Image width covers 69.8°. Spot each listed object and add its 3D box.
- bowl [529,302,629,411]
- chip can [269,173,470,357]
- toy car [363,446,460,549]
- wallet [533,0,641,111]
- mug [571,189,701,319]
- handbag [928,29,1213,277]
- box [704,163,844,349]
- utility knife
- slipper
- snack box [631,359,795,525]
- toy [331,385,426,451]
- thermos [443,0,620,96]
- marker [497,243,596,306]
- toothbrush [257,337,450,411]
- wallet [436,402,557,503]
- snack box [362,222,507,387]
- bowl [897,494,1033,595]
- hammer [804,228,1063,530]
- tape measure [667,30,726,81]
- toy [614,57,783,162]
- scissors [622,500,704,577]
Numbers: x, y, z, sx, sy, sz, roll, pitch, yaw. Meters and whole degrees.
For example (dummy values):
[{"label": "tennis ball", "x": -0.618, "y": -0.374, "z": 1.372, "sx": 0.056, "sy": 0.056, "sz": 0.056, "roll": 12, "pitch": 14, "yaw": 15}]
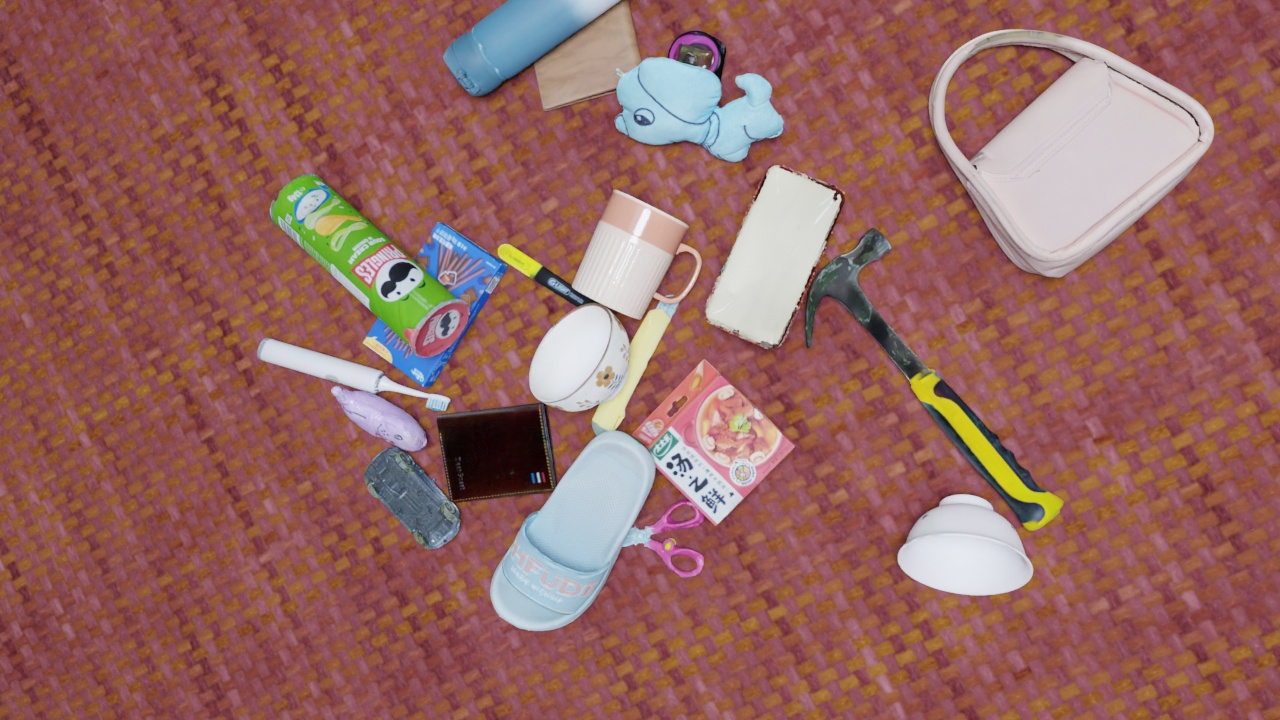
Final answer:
[{"label": "bowl", "x": -0.051, "y": 0.006, "z": 0.923, "sx": 0.113, "sy": 0.113, "sz": 0.062, "roll": -48, "pitch": 125, "yaw": 7}, {"label": "chip can", "x": -0.281, "y": -0.100, "z": 0.943, "sx": 0.236, "sy": 0.072, "sz": 0.072, "roll": 39, "pitch": 96, "yaw": 19}, {"label": "toy car", "x": -0.241, "y": 0.146, "z": 0.979, "sx": 0.054, "sy": 0.036, "sz": 0.120, "roll": -45, "pitch": 84, "yaw": 9}, {"label": "wallet", "x": -0.058, "y": -0.321, "z": 0.952, "sx": 0.115, "sy": 0.020, "sz": 0.101, "roll": -14, "pitch": 87, "yaw": 12}, {"label": "mug", "x": 0.002, "y": -0.099, "z": 0.920, "sx": 0.114, "sy": 0.081, "sz": 0.106, "roll": 24, "pitch": 97, "yaw": -17}, {"label": "handbag", "x": 0.377, "y": -0.214, "z": 0.860, "sx": 0.193, "sy": 0.093, "sz": 0.234, "roll": -42, "pitch": 76, "yaw": 8}, {"label": "box", "x": 0.128, "y": -0.100, "z": 0.894, "sx": 0.091, "sy": 0.079, "sz": 0.168, "roll": 24, "pitch": 94, "yaw": 7}, {"label": "utility knife", "x": -0.006, "y": 0.006, "z": 0.949, "sx": 0.031, "sy": 0.019, "sz": 0.173, "roll": 28, "pitch": 96, "yaw": 4}, {"label": "slipper", "x": -0.069, "y": 0.180, "z": 0.919, "sx": 0.104, "sy": 0.074, "sz": 0.246, "roll": 35, "pitch": 107, "yaw": 8}, {"label": "snack box", "x": 0.070, "y": 0.081, "z": 0.924, "sx": 0.127, "sy": 0.044, "sz": 0.113, "roll": 44, "pitch": 97, "yaw": 6}, {"label": "toy", "x": -0.273, "y": 0.061, "z": 0.967, "sx": 0.108, "sy": 0.084, "sz": 0.039, "roll": 30, "pitch": 74, "yaw": 2}, {"label": "thermos", "x": -0.099, "y": -0.347, "z": 0.921, "sx": 0.221, "sy": 0.070, "sz": 0.070, "roll": -30, "pitch": 86, "yaw": 13}, {"label": "marker", "x": -0.097, "y": -0.085, "z": 0.963, "sx": 0.124, "sy": 0.015, "sz": 0.018, "roll": 33, "pitch": 99, "yaw": 6}, {"label": "toothbrush", "x": -0.309, "y": 0.017, "z": 0.994, "sx": 0.221, "sy": 0.027, "sz": 0.026, "roll": 16, "pitch": 71, "yaw": 8}, {"label": "wallet", "x": -0.152, "y": 0.098, "z": 0.974, "sx": 0.122, "sy": 0.020, "sz": 0.096, "roll": -7, "pitch": 90, "yaw": 11}, {"label": "snack box", "x": -0.219, "y": -0.059, "z": 0.977, "sx": 0.084, "sy": 0.026, "sz": 0.157, "roll": 34, "pitch": 96, "yaw": 9}, {"label": "bowl", "x": 0.308, "y": 0.167, "z": 0.870, "sx": 0.118, "sy": 0.118, "sz": 0.064, "roll": 11, "pitch": 53, "yaw": 9}, {"label": "hammer", "x": 0.284, "y": 0.032, "z": 0.896, "sx": 0.126, "sy": 0.032, "sz": 0.323, "roll": -40, "pitch": 85, "yaw": 8}, {"label": "tape measure", "x": 0.056, "y": -0.301, "z": 0.922, "sx": 0.058, "sy": 0.039, "sz": 0.057, "roll": 13, "pitch": 93, "yaw": 9}, {"label": "toy", "x": 0.048, "y": -0.248, "z": 0.900, "sx": 0.156, "sy": 0.049, "sz": 0.162, "roll": 38, "pitch": 141, "yaw": -24}, {"label": "scissors", "x": 0.005, "y": 0.174, "z": 0.952, "sx": 0.137, "sy": 0.017, "sz": 0.096, "roll": 15, "pitch": 94, "yaw": 12}]
